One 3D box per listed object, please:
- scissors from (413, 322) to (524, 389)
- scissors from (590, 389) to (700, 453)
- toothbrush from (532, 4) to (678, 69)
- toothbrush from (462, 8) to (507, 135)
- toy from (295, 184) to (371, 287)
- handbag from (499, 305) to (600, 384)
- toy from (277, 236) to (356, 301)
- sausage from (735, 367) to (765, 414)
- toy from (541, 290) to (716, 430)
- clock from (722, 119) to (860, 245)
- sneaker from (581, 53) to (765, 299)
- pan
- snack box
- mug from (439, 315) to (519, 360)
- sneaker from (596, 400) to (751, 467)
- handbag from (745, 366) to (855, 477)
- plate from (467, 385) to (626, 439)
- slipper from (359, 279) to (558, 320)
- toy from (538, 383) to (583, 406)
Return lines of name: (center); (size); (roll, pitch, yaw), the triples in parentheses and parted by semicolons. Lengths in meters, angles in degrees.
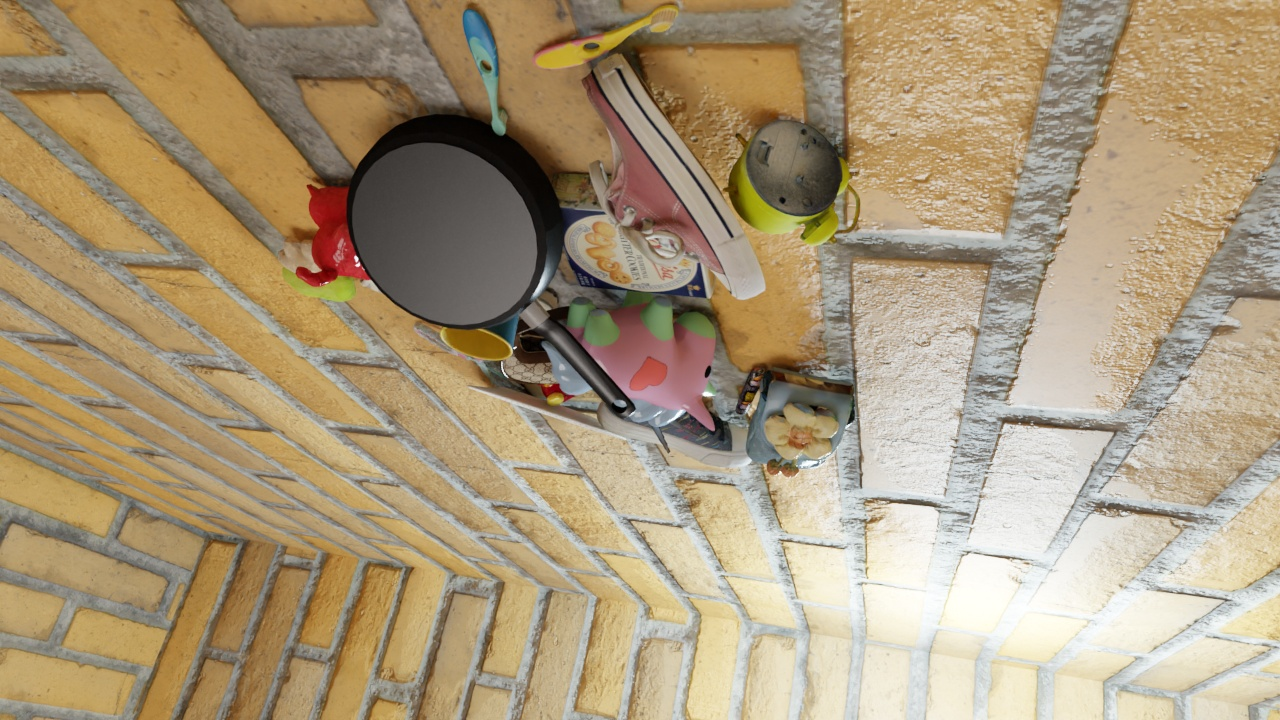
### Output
scissors: (-0.238, -0.010, 1.243); (0.169, 0.014, 0.171); (21, 162, 17)
scissors: (-0.005, 0.051, 1.101); (0.175, 0.141, 0.014); (23, 121, -16)
toothbrush: (-0.030, -0.237, 0.681); (0.136, 0.016, 0.021); (-6, 151, 35)
toothbrush: (-0.123, -0.232, 0.742); (0.022, 0.017, 0.135); (10, 153, 8)
toy: (-0.317, -0.124, 0.944); (0.094, 0.132, 0.088); (16, 147, 15)
handbag: (-0.085, -0.023, 1.090); (0.166, 0.063, 0.139); (-2, 157, -14)
toy: (-0.392, -0.111, 1.102); (0.092, 0.043, 0.118); (11, 153, 9)
sausage: (0.142, 0.041, 1.200); (0.020, 0.020, 0.155); (12, 156, 1)
toy: (-0.006, 0.006, 1.020); (0.221, 0.171, 0.120); (-15, -150, -27)
clock: (0.126, -0.140, 0.737); (0.119, 0.083, 0.057); (21, 160, -10)
sneaker: (0.017, -0.128, 0.744); (0.088, 0.118, 0.241); (-33, 121, 11)
pan: (-0.126, -0.066, 0.868); (0.205, 0.044, 0.355); (-33, 108, 26)
snack box: (-0.005, -0.119, 0.893); (0.145, 0.042, 0.144); (7, 154, 15)
mug: (-0.160, -0.071, 0.978); (0.078, 0.121, 0.078); (10, 156, 4)
sneaker: (0.060, 0.079, 1.277); (0.235, 0.087, 0.079); (17, 125, -12)
handbag: (0.194, 0.088, 1.158); (0.122, 0.118, 0.192); (12, 151, 1)
plate: (-0.134, 0.070, 1.336); (0.242, 0.016, 0.242); (18, 174, 2)
slipper: (-0.229, -0.086, 1.069); (0.272, 0.054, 0.115); (16, 162, -14)
toy: (-0.134, 0.008, 1.218); (0.106, 0.067, 0.137); (4, 147, 35)
